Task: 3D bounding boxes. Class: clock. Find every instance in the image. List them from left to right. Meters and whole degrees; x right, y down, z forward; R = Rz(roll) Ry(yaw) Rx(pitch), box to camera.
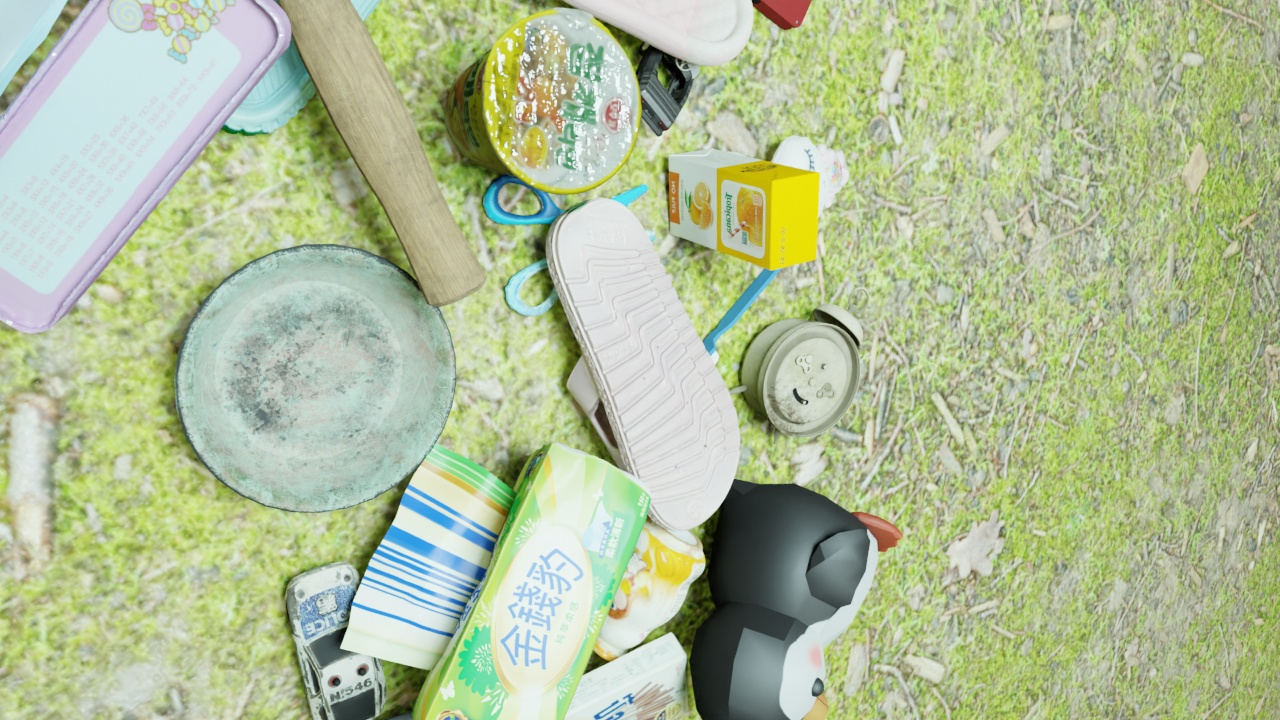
[{"bbox_3d":[0.136,-0.004,0.738,0.140,0.054,0.093,-50,120,-6],"label":"clock"}]

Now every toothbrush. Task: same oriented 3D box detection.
[{"bbox_3d":[0.086,-0.045,0.721,0.166,0.016,0.014,-49,120,-15],"label":"toothbrush"}]

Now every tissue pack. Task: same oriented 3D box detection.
[{"bbox_3d":[-0.098,0.141,0.579,0.141,0.120,0.197,26,68,-9],"label":"tissue pack"}]

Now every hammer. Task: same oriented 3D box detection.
[{"bbox_3d":[-0.164,-0.165,0.467,0.132,0.040,0.305,-25,111,-5],"label":"hammer"}]

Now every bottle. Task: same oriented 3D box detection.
[{"bbox_3d":[0.000,0.171,0.682,0.063,0.063,0.109,26,99,-32],"label":"bottle"}]

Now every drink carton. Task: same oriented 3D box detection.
[{"bbox_3d":[0.067,-0.108,0.637,0.040,0.122,0.059,-16,117,-29],"label":"drink carton"}]

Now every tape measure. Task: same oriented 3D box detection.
[{"bbox_3d":[0.105,-0.285,0.687,0.059,0.019,0.051,24,86,-33],"label":"tape measure"}]

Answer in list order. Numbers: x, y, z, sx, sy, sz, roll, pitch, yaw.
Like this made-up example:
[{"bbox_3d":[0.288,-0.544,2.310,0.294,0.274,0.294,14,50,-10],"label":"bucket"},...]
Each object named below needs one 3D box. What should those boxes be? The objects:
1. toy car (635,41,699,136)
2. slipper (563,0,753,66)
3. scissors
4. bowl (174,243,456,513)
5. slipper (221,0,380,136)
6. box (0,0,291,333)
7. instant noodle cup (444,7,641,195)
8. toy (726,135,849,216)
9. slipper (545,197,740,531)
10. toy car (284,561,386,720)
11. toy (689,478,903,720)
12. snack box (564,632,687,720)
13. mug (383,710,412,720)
[{"bbox_3d":[0.017,-0.192,0.623,0.040,0.037,0.092,46,42,-28],"label":"toy car"},{"bbox_3d":[-0.016,-0.265,0.574,0.221,0.056,0.106,29,66,-24],"label":"slipper"},{"bbox_3d":[-0.048,-0.099,0.632,0.140,0.013,0.113,-36,114,-19],"label":"scissors"},{"bbox_3d":[-0.191,0.009,0.546,0.157,0.039,0.157,-6,102,-31],"label":"bowl"},{"bbox_3d":[-0.175,-0.254,0.493,0.116,0.069,0.276,31,81,-29],"label":"slipper"},{"bbox_3d":[-0.274,-0.115,0.412,0.214,0.062,0.140,-44,147,11],"label":"box"},{"bbox_3d":[-0.067,-0.151,0.551,0.102,0.108,0.102,-6,102,-31],"label":"instant noodle cup"},{"bbox_3d":[0.117,-0.135,0.711,0.125,0.037,0.076,-17,109,-25],"label":"toy"},{"bbox_3d":[-0.004,0.004,0.648,0.094,0.064,0.239,-28,103,-28],"label":"slipper"},{"bbox_3d":[-0.191,0.183,0.578,0.048,0.041,0.113,-16,107,-30],"label":"toy car"},{"bbox_3d":[0.089,0.188,0.681,0.140,0.159,0.183,29,60,-6],"label":"toy"},{"bbox_3d":[-0.035,0.261,0.670,0.149,0.026,0.082,-20,132,-21],"label":"snack box"},{"bbox_3d":[-0.163,0.297,0.599,0.103,0.084,0.124,-10,85,-31],"label":"mug"}]
